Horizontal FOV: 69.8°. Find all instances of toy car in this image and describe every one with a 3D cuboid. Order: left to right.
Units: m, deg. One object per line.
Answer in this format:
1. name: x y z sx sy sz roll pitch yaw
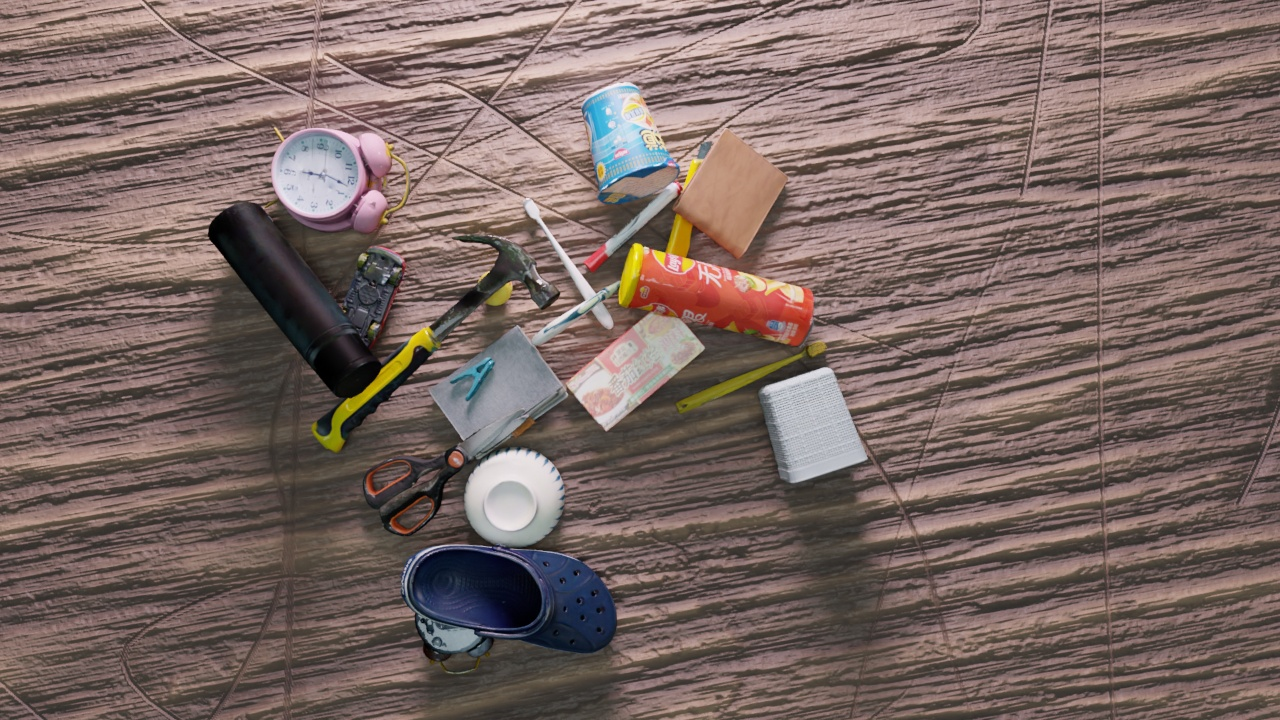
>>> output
1. toy car: -0.309 -0.071 1.049 0.053 0.045 0.120 23 95 -3

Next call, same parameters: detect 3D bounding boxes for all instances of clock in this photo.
1. clock: -0.340 -0.205 1.042 0.158 0.060 0.117 7 90 -3
2. clock: -0.211 0.299 1.047 0.082 0.055 0.122 -6 91 -3

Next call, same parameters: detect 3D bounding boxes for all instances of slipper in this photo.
1. slipper: -0.130 0.253 0.998 0.252 0.095 0.105 19 75 -23

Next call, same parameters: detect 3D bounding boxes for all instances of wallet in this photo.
1. wallet: -0.162 0.039 1.059 0.129 0.037 0.106 -36 80 -1
2. wallet: 0.105 -0.193 1.061 0.101 0.020 0.115 35 84 -19

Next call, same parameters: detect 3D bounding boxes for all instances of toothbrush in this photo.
1. toothbrush: -0.084 -0.112 1.073 0.016 0.016 0.180 -34 93 -3
2. toothbrush: -0.046 -0.073 1.060 0.191 0.018 0.016 -35 95 -10
3. toothbrush: 0.130 0.019 1.076 0.190 0.016 0.015 -23 90 -2

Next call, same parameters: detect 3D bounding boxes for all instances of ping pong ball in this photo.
1. ping pong ball: -0.168 -0.083 1.056 0.040 0.040 0.040 0 90 -2

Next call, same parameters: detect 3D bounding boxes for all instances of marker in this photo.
1. marker: -0.008 -0.157 1.073 0.145 0.017 0.017 -42 91 -1

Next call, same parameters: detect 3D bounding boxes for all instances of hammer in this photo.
1. hammer: -0.248 -0.017 1.033 0.323 0.032 0.126 -41 84 8

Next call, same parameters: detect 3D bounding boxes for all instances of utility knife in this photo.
1. utility knife: 0.055 -0.175 1.071 0.015 0.033 0.176 13 86 41

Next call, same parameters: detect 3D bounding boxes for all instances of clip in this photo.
1. clip: -0.187 0.017 1.039 0.055 0.013 0.034 -41 79 1

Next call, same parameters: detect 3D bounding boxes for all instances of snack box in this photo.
1. snack box: -0.006 0.006 1.068 0.153 0.025 0.075 -40 91 -1

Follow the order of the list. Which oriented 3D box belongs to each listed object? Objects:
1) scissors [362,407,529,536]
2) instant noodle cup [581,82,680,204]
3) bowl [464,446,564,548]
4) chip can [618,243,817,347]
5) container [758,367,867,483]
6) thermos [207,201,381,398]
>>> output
1. scissors: -0.225 0.105 1.032 0.139 0.021 0.235 37 105 6
2. instant noodle cup: -0.017 -0.248 1.039 0.099 0.099 0.110 -18 82 -2
3. bowl: -0.145 0.159 1.043 0.116 0.066 0.116 0 90 -2
4. chip can: 0.086 -0.071 1.034 0.216 0.073 0.073 13 89 -12
5. container: 0.191 0.072 1.043 0.090 0.090 0.111 -18 88 -2
6. thermos: -0.383 -0.060 1.015 0.068 0.090 0.242 -30 73 -38
